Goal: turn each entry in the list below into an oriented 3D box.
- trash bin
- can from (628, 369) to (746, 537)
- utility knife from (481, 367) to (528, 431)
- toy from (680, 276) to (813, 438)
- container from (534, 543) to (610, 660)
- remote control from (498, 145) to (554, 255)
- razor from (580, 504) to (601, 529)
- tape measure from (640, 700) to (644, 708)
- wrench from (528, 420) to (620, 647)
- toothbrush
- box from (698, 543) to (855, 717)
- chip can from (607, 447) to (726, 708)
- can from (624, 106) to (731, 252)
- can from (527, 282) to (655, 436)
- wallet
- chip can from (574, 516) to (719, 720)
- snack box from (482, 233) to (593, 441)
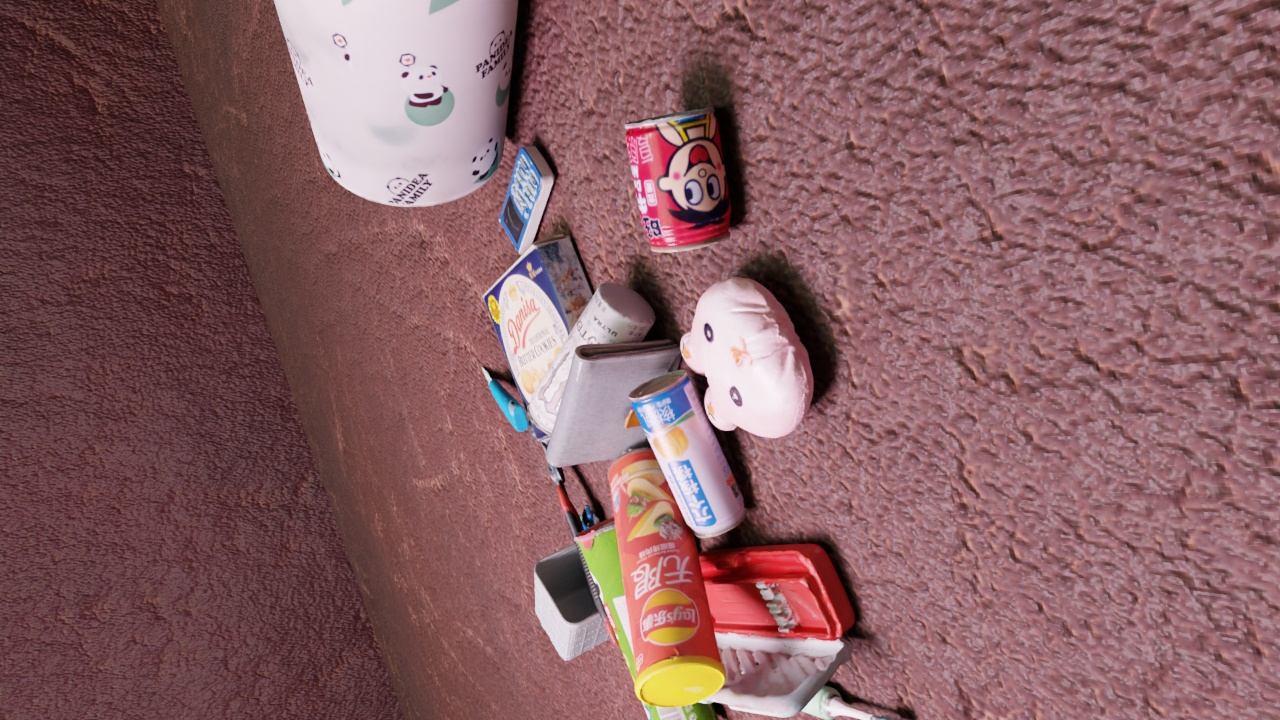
[{"bbox_3d":[-0.215,-0.295,0.836,0.229,0.229,0.252,53,153,28],"label":"trash bin"},{"bbox_3d":[0.041,0.078,0.767,0.053,0.053,0.134,-5,112,60],"label":"can"},{"bbox_3d":[-0.172,0.040,1.123,0.234,0.018,0.034,33,143,66],"label":"utility knife"},{"bbox_3d":[0.073,0.005,0.690,0.121,0.054,0.160,67,159,8],"label":"toy"},{"bbox_3d":[-0.071,0.280,1.067,0.090,0.090,0.112,52,149,30],"label":"container"},{"bbox_3d":[-0.115,-0.161,0.932,0.049,0.024,0.125,60,148,18],"label":"remote control"},{"bbox_3d":[-0.026,0.226,1.021,0.142,0.022,0.043,59,154,24],"label":"razor"},{"bbox_3d":[0.014,0.371,1.037,0.060,0.028,0.057,18,123,56],"label":"tape measure"},{"bbox_3d":[-0.071,0.186,1.021,0.056,0.016,0.273,57,-170,-69],"label":"wrench"},{"bbox_3d":[0.139,0.282,0.769,0.225,0.027,0.026,-13,59,61],"label":"toothbrush"},{"bbox_3d":[0.080,0.221,0.757,0.202,0.099,0.110,-27,88,61],"label":"box"},{"bbox_3d":[0.018,0.177,0.781,0.073,0.073,0.216,103,164,-44],"label":"chip can"},{"bbox_3d":[0.029,-0.130,0.662,0.067,0.066,0.094,15,120,56],"label":"can"},{"bbox_3d":[-0.046,0.002,0.827,0.058,0.058,0.147,52,122,30],"label":"can"},{"bbox_3d":[-0.021,0.041,0.807,0.037,0.106,0.130,61,144,41],"label":"wallet"},{"bbox_3d":[0.007,0.277,0.946,0.072,0.072,0.236,-29,82,61],"label":"chip can"},{"bbox_3d":[-0.091,-0.016,0.960,0.178,0.045,0.182,-27,85,61],"label":"snack box"}]
